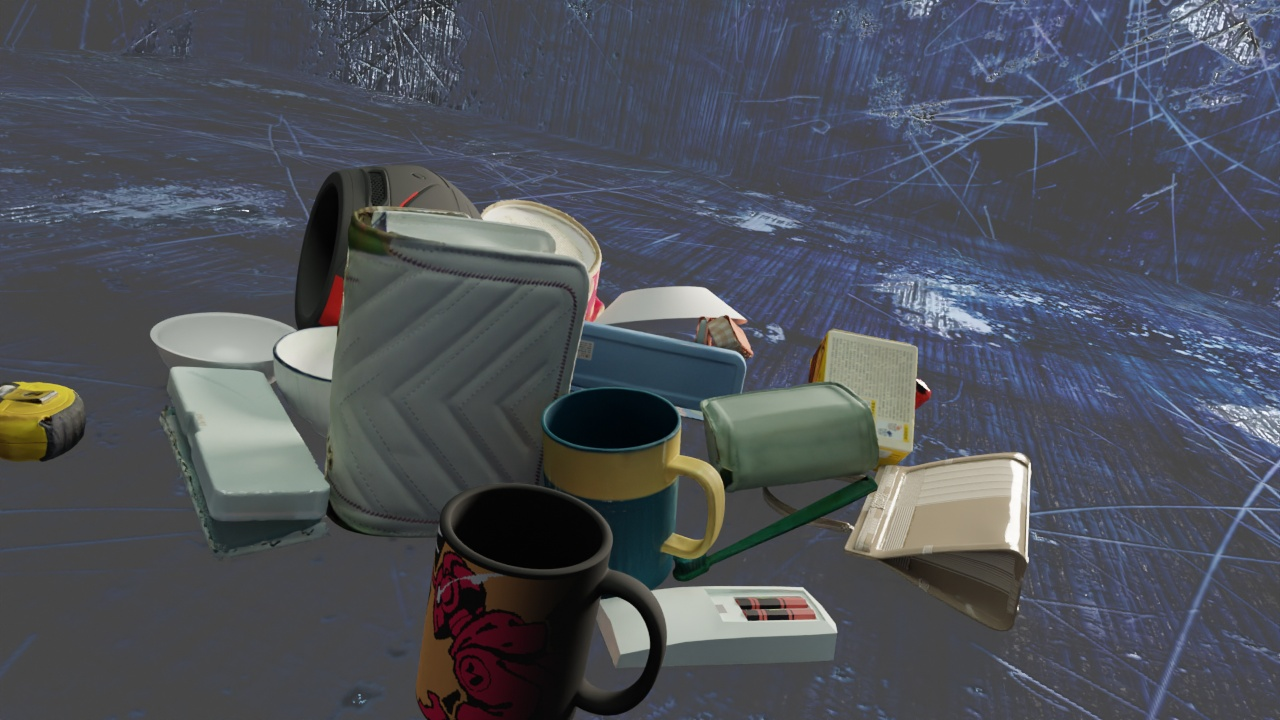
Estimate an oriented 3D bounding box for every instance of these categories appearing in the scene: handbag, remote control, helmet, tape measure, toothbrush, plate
[{"bbox_3d":[0.192,0.113,0.710,0.198,0.062,0.175,10,19,21],"label":"handbag"},{"bbox_3d":[0.049,0.153,0.541,0.143,0.024,0.049,5,20,-20],"label":"remote control"},{"bbox_3d":[-0.223,-0.094,0.868,0.169,0.164,0.264,14,26,-31],"label":"helmet"},{"bbox_3d":[-0.393,0.036,0.589,0.064,0.037,0.065,10,19,-4],"label":"tape measure"},{"bbox_3d":[-0.125,0.009,0.586,0.141,0.199,0.096,5,23,-25],"label":"handbag"},{"bbox_3d":[0.098,0.113,0.642,0.189,0.017,0.016,-16,18,-33],"label":"toothbrush"},{"bbox_3d":[0.111,0.063,0.719,0.122,0.067,0.106,-8,8,-3],"label":"handbag"},{"bbox_3d":[0.027,-0.055,0.986,0.174,0.036,0.174,-3,-3,0],"label":"plate"}]

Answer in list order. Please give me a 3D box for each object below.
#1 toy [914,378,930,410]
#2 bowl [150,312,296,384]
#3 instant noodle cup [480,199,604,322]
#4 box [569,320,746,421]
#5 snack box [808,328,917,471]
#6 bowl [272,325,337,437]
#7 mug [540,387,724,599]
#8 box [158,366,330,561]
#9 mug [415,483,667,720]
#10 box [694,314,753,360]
[{"bbox_3d":[0.207,0.051,0.904,0.132,0.094,0.088,-17,70,-13],"label":"toy"},{"bbox_3d":[-0.327,0.000,0.727,0.110,0.041,0.109,10,19,-4],"label":"bowl"},{"bbox_3d":[-0.119,-0.104,0.999,0.178,0.078,0.178,16,38,-14],"label":"instant noodle cup"},{"bbox_3d":[-0.004,0.001,0.869,0.209,0.074,0.077,13,15,2],"label":"box"},{"bbox_3d":[0.196,0.036,0.822,0.083,0.061,0.105,11,64,0],"label":"snack box"},{"bbox_3d":[-0.217,0.022,0.696,0.118,0.062,0.118,10,19,-4],"label":"bowl"},{"bbox_3d":[-0.005,0.084,0.556,0.114,0.107,0.083,13,25,26],"label":"mug"},{"bbox_3d":[-0.260,0.056,0.602,0.082,0.066,0.199,-22,33,-27],"label":"box"},{"bbox_3d":[-0.045,0.127,0.445,0.118,0.098,0.081,15,20,10],"label":"mug"},{"bbox_3d":[0.076,-0.022,0.946,0.062,0.058,0.188,-16,-8,9],"label":"box"}]
